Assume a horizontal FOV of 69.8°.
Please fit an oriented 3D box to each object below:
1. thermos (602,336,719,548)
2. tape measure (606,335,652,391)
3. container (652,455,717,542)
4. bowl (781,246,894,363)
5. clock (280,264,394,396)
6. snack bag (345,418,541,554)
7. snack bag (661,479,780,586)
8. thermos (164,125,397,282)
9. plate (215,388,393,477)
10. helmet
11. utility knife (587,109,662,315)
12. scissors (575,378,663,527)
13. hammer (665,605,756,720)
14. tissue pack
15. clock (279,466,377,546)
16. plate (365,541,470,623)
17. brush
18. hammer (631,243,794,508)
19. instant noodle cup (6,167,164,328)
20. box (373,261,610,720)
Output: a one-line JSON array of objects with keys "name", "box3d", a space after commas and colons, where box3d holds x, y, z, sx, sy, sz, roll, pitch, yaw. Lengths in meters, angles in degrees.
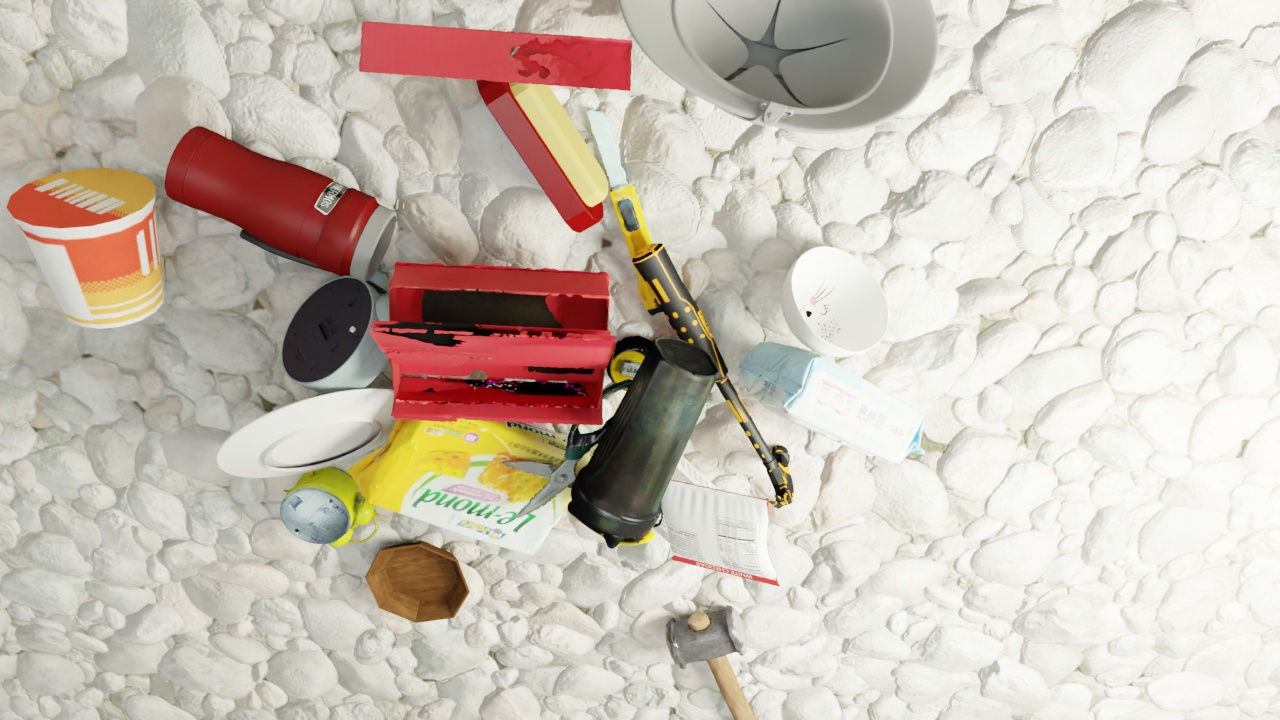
[{"name": "thermos", "box3d": [0.003, 0.087, 0.919, 0.098, 0.098, 0.221, 22, 114, -9]}, {"name": "tape measure", "box3d": [-0.006, 0.006, 0.990, 0.061, 0.034, 0.062, 12, 118, -2]}, {"name": "container", "box3d": [0.038, 0.153, 1.061, 0.081, 0.049, 0.129, -38, 111, 21]}, {"name": "bowl", "box3d": [0.186, -0.052, 0.918, 0.114, 0.114, 0.051, 28, 149, -13]}, {"name": "clock", "box3d": [-0.297, -0.032, 0.938, 0.159, 0.122, 0.045, -43, 141, 3]}, {"name": "snack bag", "box3d": [-0.179, 0.118, 1.020, 0.247, 0.068, 0.160, 25, 120, -27]}, {"name": "snack bag", "box3d": [0.084, 0.190, 1.004, 0.131, 0.039, 0.144, 9, 133, 24]}, {"name": "thermos", "box3d": [-0.350, -0.143, 0.901, 0.198, 0.083, 0.108, 23, 136, -8]}, {"name": "plate", "box3d": [-0.339, 0.085, 0.976, 0.209, 0.208, 0.015, -29, 71, 17]}, {"name": "helmet", "box3d": [0.106, -0.277, 0.787, 0.271, 0.118, 0.183, 12, 87, -9]}, {"name": "utility knife", "box3d": [-0.012, -0.144, 0.921, 0.030, 0.019, 0.225, -19, 114, 2]}, {"name": "scissors", "box3d": [-0.040, 0.126, 1.001, 0.202, 0.015, 0.204, -43, 117, 12]}, {"name": "hammer", "box3d": [0.127, 0.454, 1.229, 0.098, 0.052, 0.329, -17, 120, 12]}, {"name": "tissue pack", "box3d": [0.198, 0.046, 0.942, 0.181, 0.112, 0.070, 27, 89, -23]}, {"name": "clock", "box3d": [-0.368, 0.180, 1.091, 0.083, 0.057, 0.119, -41, 109, 21]}, {"name": "plate", "box3d": [-0.278, 0.275, 1.157, 0.131, 0.025, 0.131, 1, 119, 2]}, {"name": "brush", "box3d": [-0.083, -0.203, 0.851, 0.042, 0.082, 0.173, -27, 114, 16]}, {"name": "hammer", "box3d": [0.083, 0.019, 0.957, 0.036, 0.123, 0.320, -25, 110, 19]}, {"name": "instant noodle cup", "box3d": [-0.537, -0.108, 0.911, 0.123, 0.123, 0.121, 6, 126, -1]}, {"name": "box", "box3d": [-0.142, 0.145, 0.892, 0.214, 0.171, 0.478, 3, 83, -7]}]
